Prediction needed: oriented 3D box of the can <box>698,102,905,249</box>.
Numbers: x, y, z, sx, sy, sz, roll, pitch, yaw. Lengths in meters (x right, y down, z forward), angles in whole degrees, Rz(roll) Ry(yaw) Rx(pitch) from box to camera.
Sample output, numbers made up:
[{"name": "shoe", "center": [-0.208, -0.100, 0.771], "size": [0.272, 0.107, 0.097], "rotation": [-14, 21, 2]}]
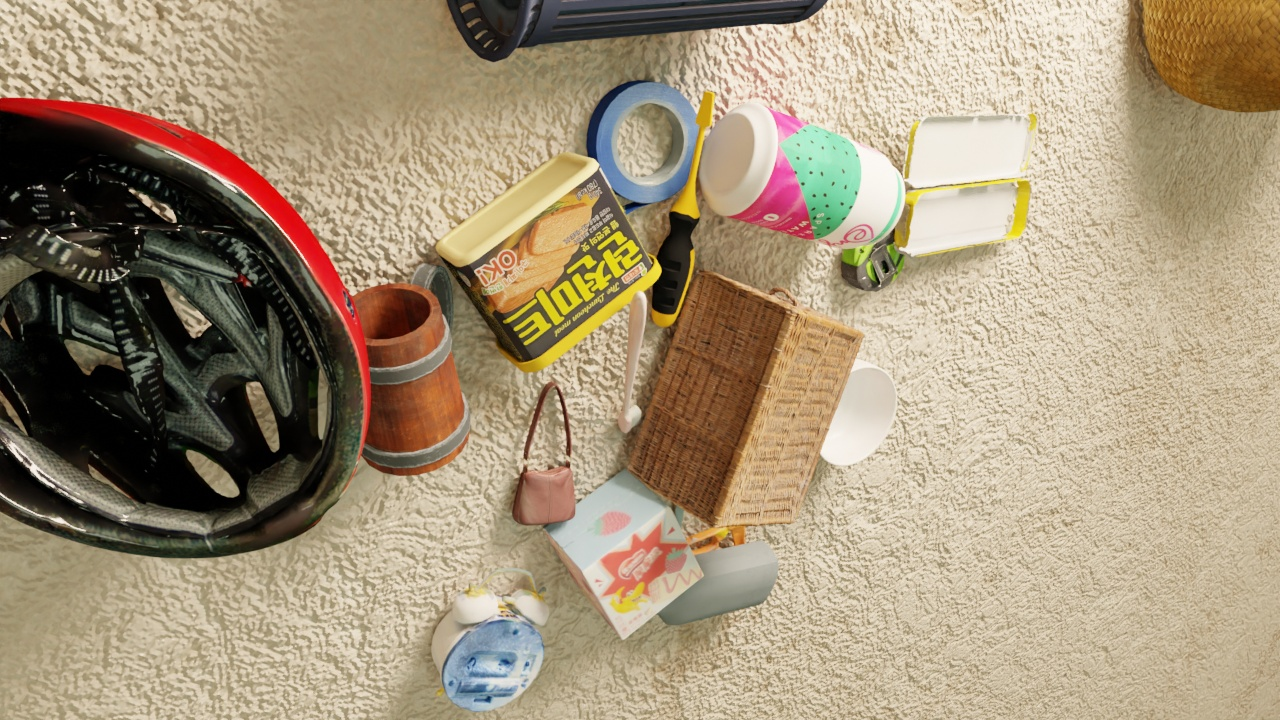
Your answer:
[{"name": "can", "center": [0.133, -0.146, 0.748], "size": [0.165, 0.088, 0.088], "rotation": [9, 105, -34]}]

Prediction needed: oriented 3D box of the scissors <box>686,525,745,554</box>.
[{"name": "scissors", "center": [0.093, 0.152, 0.887], "size": [0.125, 0.011, 0.129], "rotation": [-19, 133, -17]}]

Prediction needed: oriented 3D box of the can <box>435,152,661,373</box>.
[{"name": "can", "center": [-0.067, -0.073, 0.667], "size": [0.130, 0.072, 0.101], "rotation": [-39, 123, -12]}]

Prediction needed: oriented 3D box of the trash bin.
[{"name": "trash bin", "center": [0.010, -0.276, 0.588], "size": [0.249, 0.139, 0.139], "rotation": [-16, 117, -28]}]

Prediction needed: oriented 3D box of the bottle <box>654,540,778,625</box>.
[{"name": "bottle", "center": [0.051, 0.217, 0.874], "size": [0.161, 0.046, 0.072], "rotation": [-5, 131, -28]}]

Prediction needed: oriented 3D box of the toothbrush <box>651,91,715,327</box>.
[{"name": "toothbrush", "center": [0.034, -0.113, 0.722], "size": [0.030, 0.031, 0.197], "rotation": [-51, 156, -57]}]

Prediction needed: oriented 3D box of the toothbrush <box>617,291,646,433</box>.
[{"name": "toothbrush", "center": [-0.004, 0.004, 0.725], "size": [0.018, 0.015, 0.182], "rotation": [-32, 152, -24]}]

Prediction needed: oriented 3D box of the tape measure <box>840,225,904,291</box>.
[{"name": "tape measure", "center": [0.221, -0.095, 0.858], "size": [0.065, 0.036, 0.059], "rotation": [-38, 126, -14]}]

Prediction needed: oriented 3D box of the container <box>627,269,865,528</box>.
[{"name": "container", "center": [0.090, 0.035, 0.774], "size": [0.112, 0.114, 0.198], "rotation": [11, 102, -44]}]

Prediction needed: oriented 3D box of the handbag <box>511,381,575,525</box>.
[{"name": "handbag", "center": [-0.076, 0.076, 0.757], "size": [0.055, 0.029, 0.120], "rotation": [-2, 106, -29]}]

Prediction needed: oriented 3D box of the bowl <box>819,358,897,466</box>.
[{"name": "bowl", "center": [0.193, 0.046, 0.890], "size": [0.104, 0.054, 0.105], "rotation": [-11, 113, -28]}]

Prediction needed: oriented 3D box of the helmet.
[{"name": "helmet", "center": [-0.268, -0.013, 0.503], "size": [0.217, 0.167, 0.272], "rotation": [-32, 115, 1]}]

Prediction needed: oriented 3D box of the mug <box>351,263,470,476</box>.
[{"name": "mug", "center": [-0.157, 0.000, 0.635], "size": [0.117, 0.081, 0.111], "rotation": [-68, 164, -47]}]

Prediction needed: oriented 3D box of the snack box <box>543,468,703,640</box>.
[{"name": "snack box", "center": [-0.014, 0.167, 0.797], "size": [0.093, 0.079, 0.095], "rotation": [-35, 124, -16]}]

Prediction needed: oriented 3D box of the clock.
[{"name": "clock", "center": [-0.125, 0.232, 0.774], "size": [0.088, 0.052, 0.125], "rotation": [15, 101, -35]}]

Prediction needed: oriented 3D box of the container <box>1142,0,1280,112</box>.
[{"name": "container", "center": [0.658, -0.396, 0.902], "size": [0.306, 0.196, 0.307], "rotation": [-13, 118, -26]}]

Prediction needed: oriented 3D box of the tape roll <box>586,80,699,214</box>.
[{"name": "tape roll", "center": [0.004, -0.167, 0.704], "size": [0.091, 0.016, 0.093], "rotation": [-30, 123, -18]}]

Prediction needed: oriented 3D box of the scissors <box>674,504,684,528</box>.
[{"name": "scissors", "center": [0.040, 0.107, 0.846], "size": [0.056, 0.015, 0.137], "rotation": [-8, 110, -32]}]

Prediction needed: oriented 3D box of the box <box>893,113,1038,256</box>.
[{"name": "box", "center": [0.315, -0.171, 0.874], "size": [0.209, 0.023, 0.127], "rotation": [-13, 110, -37]}]
